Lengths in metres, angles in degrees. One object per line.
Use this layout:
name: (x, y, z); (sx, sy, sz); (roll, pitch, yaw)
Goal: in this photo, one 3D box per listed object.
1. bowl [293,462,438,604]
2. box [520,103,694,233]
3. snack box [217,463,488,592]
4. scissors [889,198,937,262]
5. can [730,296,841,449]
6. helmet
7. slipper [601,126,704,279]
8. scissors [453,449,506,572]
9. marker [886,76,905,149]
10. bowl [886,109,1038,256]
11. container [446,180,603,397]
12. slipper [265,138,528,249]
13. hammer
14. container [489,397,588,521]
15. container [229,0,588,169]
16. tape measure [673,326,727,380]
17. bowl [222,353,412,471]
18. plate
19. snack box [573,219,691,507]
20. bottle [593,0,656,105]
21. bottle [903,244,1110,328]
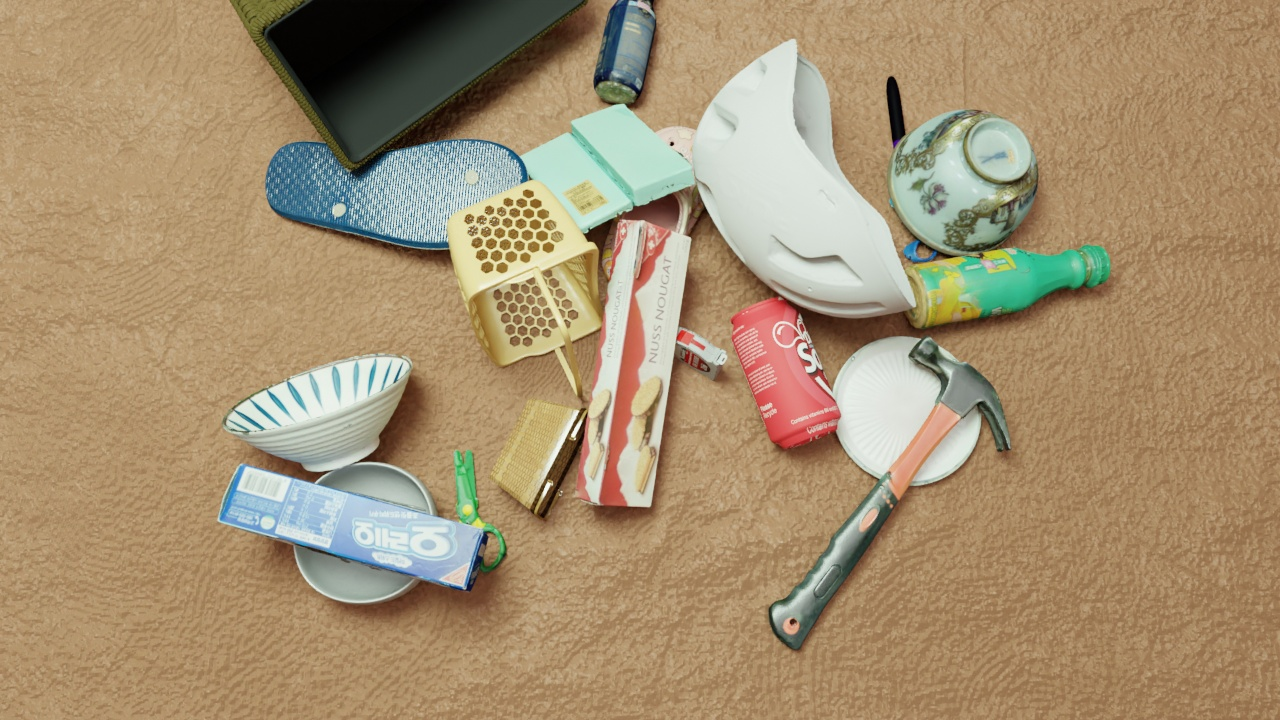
bowl: (-0.257, 0.165, 0.877); (0.132, 0.064, 0.131); (1, 76, -2)
box: (-0.042, -0.200, 0.943); (0.136, 0.033, 0.186); (-24, 41, -12)
snack box: (-0.252, 0.150, 0.817); (0.226, 0.059, 0.059); (14, 72, 1)
scissors: (0.337, -0.145, 1.006); (0.133, 0.015, 0.104); (4, 74, -7)
can: (0.145, 0.013, 0.925); (0.074, 0.074, 0.142); (-19, 78, -7)
helmet: (0.173, -0.158, 0.900); (0.282, 0.223, 0.184); (47, 114, 7)
slipper: (0.018, -0.166, 0.961); (0.093, 0.081, 0.197); (23, 79, 4)
scissors: (-0.178, 0.151, 0.912); (0.070, 0.014, 0.130); (-14, 79, -6)
marker: (0.290, -0.257, 1.026); (0.018, 0.015, 0.133); (-7, 76, 16)
bowl: (0.354, -0.200, 0.966); (0.160, 0.094, 0.159); (2, 75, -10)
container: (-0.100, -0.054, 0.877); (0.129, 0.183, 0.167); (-25, 72, -8)
slipper: (-0.254, -0.174, 0.965); (0.295, 0.060, 0.118); (7, 81, 13)
hammer: (0.237, 0.142, 0.911); (0.133, 0.033, 0.333); (39, 84, 5)
container: (-0.098, 0.093, 0.906); (0.061, 0.063, 0.113); (24, 77, 11)
container: (-0.252, -0.390, 0.938); (0.320, 0.176, 0.205); (-39, 55, -11)
tape measure: (0.058, -0.009, 0.935); (0.062, 0.060, 0.020); (31, 77, 9)
bowl: (-0.295, 0.058, 0.873); (0.177, 0.177, 0.071); (-16, 108, -6)
plate: (0.274, 0.052, 0.953); (0.157, 0.014, 0.156); (0, 76, -2)
snack box: (-0.005, 0.005, 0.891); (0.076, 0.044, 0.273); (12, 87, -45)
bottle: (-0.012, -0.365, 1.019); (0.056, 0.056, 0.160); (11, 76, 0)
bottle: (0.383, -0.083, 0.962); (0.209, 0.068, 0.068); (-10, 77, -5)
